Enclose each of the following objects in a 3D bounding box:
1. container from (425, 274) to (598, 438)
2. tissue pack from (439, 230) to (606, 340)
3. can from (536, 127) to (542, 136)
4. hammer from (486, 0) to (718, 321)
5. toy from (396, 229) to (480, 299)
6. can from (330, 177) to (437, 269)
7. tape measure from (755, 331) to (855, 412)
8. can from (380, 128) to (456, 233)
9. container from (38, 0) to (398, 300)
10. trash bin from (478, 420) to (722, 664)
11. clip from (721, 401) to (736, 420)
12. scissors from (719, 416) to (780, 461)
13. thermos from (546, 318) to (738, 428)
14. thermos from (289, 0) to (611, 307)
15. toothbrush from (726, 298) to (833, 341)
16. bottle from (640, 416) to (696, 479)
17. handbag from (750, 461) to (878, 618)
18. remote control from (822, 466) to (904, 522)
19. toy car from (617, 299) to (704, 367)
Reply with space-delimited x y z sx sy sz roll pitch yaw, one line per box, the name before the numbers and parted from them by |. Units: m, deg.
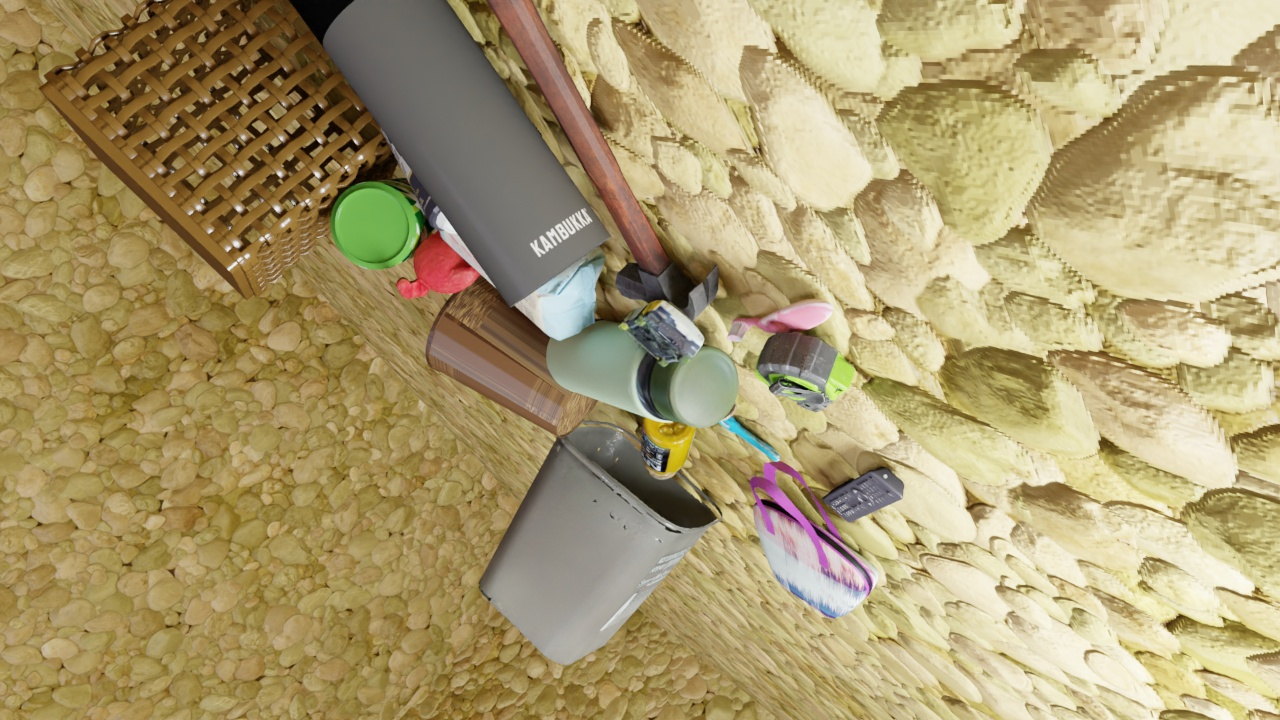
container | -0.128 -0.002 1.010 0.167 0.132 0.132 33 162 15
tissue pack | -0.110 -0.105 0.791 0.182 0.070 0.112 43 164 10
can | -0.133 -0.187 0.659 0.137 0.054 0.054 44 164 -3
hammer | -0.030 -0.134 0.596 0.111 0.028 0.301 28 158 45
toy | -0.191 -0.110 0.881 0.094 0.132 0.088 56 152 -10
can | -0.250 -0.141 0.927 0.083 0.083 0.144 46 -171 -9
tape measure | 0.104 0.009 0.599 0.058 0.035 0.066 24 164 1
can | -0.157 -0.165 0.711 0.127 0.064 0.064 61 167 11
container | -0.396 -0.220 0.914 0.219 0.213 0.252 47 164 -12
trash bin | -0.056 0.217 1.093 0.197 0.220 0.197 38 -169 20
clip | 0.061 0.030 0.807 0.039 0.024 0.060 57 169 -32
scissors | 0.075 0.053 0.851 0.135 0.015 0.066 39 162 24
thermos | -0.005 0.005 0.804 0.082 0.082 0.232 51 163 -25
thermos | -0.121 -0.156 0.592 0.240 0.082 0.082 55 163 -6
toothbrush | 0.089 -0.026 0.607 0.021 0.016 0.135 32 167 -14
bottle | 0.027 0.089 0.983 0.053 0.053 0.186 40 164 12
handbag | 0.147 0.154 0.841 0.145 0.068 0.170 28 157 46
remote control | 0.178 0.106 0.732 0.032 0.015 0.136 41 164 8
toy car | 0.016 -0.022 0.659 0.048 0.033 0.105 40 170 -8
